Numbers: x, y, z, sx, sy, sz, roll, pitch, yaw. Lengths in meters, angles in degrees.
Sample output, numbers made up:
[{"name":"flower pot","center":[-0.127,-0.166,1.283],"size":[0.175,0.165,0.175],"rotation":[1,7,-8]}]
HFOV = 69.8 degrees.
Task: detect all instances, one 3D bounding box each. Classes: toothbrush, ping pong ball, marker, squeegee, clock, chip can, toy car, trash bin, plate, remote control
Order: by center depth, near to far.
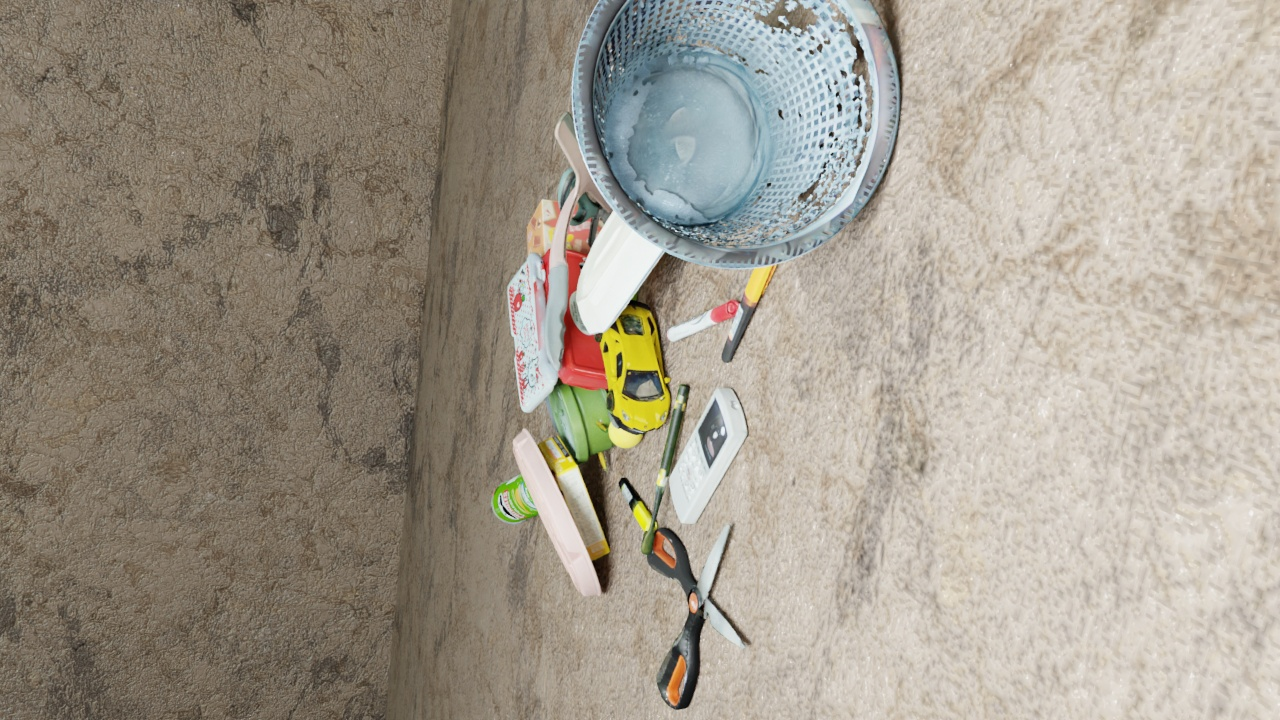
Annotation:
[{"name":"trash bin","center":[0.055,-0.184,0.708],"size":[0.195,0.226,0.226],"rotation":[-142,57,-80]},{"name":"marker","center":[0.095,-0.044,0.819],"size":[0.018,0.015,0.124],"rotation":[-105,25,-43]},{"name":"remote control","center":[0.061,0.093,0.874],"size":[0.150,0.021,0.058],"rotation":[112,152,-42]},{"name":"marker","center":[0.059,-0.037,0.905],"size":[0.145,0.017,0.017],"rotation":[158,113,-67]},{"name":"plate","center":[-0.001,-0.144,0.949],"size":[0.266,0.034,0.161],"rotation":[-52,21,35]},{"name":"toothbrush","center":[0.025,0.114,0.956],"size":[0.017,0.012,0.186],"rotation":[-122,44,-78]},{"name":"toy car","center":[-0.006,0.006,0.995],"size":[0.041,0.071,0.155],"rotation":[127,140,-54]},{"name":"squeegee","center":[-0.084,-0.111,1.029],"size":[0.247,0.040,0.249],"rotation":[45,-127,-74]},{"name":"marker","center":[-0.005,0.164,1.049],"size":[0.124,0.015,0.018],"rotation":[-133,51,-66]},{"name":"ping pong ball","center":[-0.016,0.080,1.052],"size":[0.040,0.040,0.040],"rotation":[-177,91,-69]},{"name":"clock","center":[-0.078,0.054,1.146],"size":[0.116,0.056,0.161],"rotation":[94,155,-52]},{"name":"plate","center":[-0.109,0.194,1.152],"size":[0.229,0.028,0.230],"rotation":[61,168,22]},{"name":"chip can","center":[-0.165,0.200,1.381],"size":[0.237,0.072,0.072],"rotation":[145,125,-64]}]

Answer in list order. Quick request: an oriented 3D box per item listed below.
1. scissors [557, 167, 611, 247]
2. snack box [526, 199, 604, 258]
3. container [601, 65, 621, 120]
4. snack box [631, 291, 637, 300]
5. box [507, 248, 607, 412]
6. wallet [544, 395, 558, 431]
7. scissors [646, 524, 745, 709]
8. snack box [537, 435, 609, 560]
[{"name":"scissors","center":[-0.046,-0.224,1.124],"size":[0.181,0.019,0.170],"rotation":[-65,-20,-5]},{"name":"snack box","center":[-0.096,-0.151,1.222],"size":[0.077,0.092,0.094],"rotation":[135,135,-60]},{"name":"container","center":[-0.005,-0.276,1.015],"size":[0.111,0.090,0.090],"rotation":[179,95,-66]},{"name":"snack box","center":[-0.033,-0.050,1.136],"size":[0.086,0.026,0.156],"rotation":[-154,69,-67]},{"name":"box","center":[-0.099,-0.035,1.112],"size":[0.101,0.102,0.201],"rotation":[-51,39,42]},{"name":"wallet","center":[-0.122,0.034,1.369],"size":[0.120,0.019,0.097],"rotation":[-113,34,-47]},{"name":"scissors","center":[0.046,0.241,0.889],"size":[0.234,0.021,0.221],"rotation":[-140,55,-65]},{"name":"snack box","center":[-0.083,0.171,1.142],"size":[0.087,0.033,0.140],"rotation":[45,158,59]}]
